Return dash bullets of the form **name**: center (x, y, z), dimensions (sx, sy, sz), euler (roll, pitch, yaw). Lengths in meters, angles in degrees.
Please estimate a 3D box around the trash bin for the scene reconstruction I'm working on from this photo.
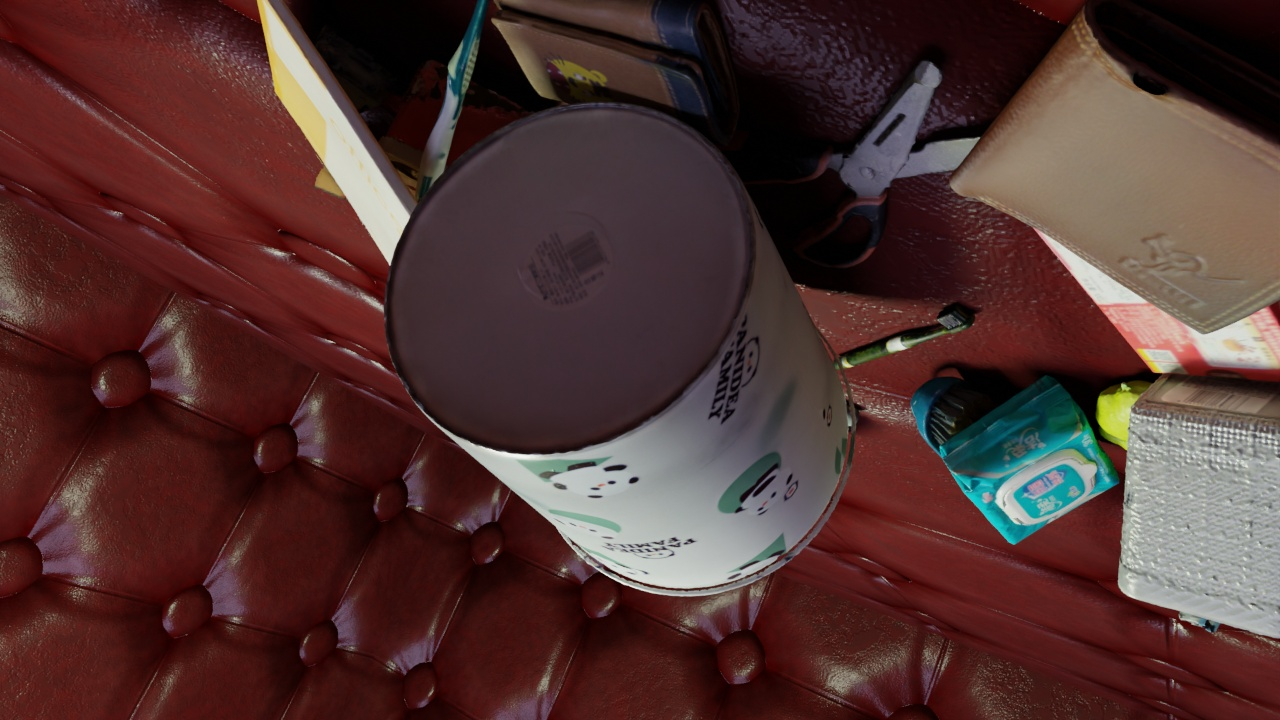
- **trash bin**: center (-0.003, 0.003, 0.529), dimensions (0.230, 0.229, 0.252), euler (18, 165, 24)

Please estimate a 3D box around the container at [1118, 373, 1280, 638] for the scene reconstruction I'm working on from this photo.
- **container**: center (0.312, 0.065, 0.484), dimensions (0.090, 0.090, 0.114), euler (9, 117, 45)

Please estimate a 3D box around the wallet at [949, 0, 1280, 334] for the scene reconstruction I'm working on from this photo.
- **wallet**: center (0.190, -0.065, 0.339), dimensions (0.124, 0.032, 0.101), euler (34, 159, 8)

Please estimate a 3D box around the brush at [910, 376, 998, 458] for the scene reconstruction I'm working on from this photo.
- **brush**: center (0.249, 0.054, 0.709), dimensions (0.144, 0.055, 0.073), euler (37, -179, -41)

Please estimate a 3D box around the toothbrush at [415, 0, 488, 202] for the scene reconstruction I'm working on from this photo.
- **toothbrush**: center (-0.093, -0.142, 0.455), dimensions (0.018, 0.016, 0.192), euler (35, 136, 3)

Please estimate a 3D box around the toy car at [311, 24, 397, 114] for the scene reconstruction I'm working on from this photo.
- **toy car**: center (-0.205, -0.185, 0.612), dimensions (0.054, 0.036, 0.121), euler (33, 167, -32)

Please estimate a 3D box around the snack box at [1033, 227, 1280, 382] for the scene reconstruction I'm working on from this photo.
- **snack box**: center (0.251, -0.036, 0.426), dimensions (0.153, 0.025, 0.075), euler (34, 163, -34)

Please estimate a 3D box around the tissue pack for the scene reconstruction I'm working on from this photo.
- **tissue pack**: center (0.276, 0.075, 0.646), dimensions (0.133, 0.093, 0.050), euler (37, -157, -44)

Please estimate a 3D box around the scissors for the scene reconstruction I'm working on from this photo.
- **scissors**: center (0.104, -0.094, 0.477), dimensions (0.226, 0.015, 0.189), euler (15, 163, 35)

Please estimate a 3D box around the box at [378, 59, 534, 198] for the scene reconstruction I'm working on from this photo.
- **box**: center (-0.116, -0.133, 0.599), dimensions (0.091, 0.078, 0.168), euler (26, 172, -11)

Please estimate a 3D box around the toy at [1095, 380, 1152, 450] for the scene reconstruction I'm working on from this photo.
- **toy**: center (0.324, 0.042, 0.579), dimensions (0.100, 0.031, 0.097), euler (30, 167, -23)

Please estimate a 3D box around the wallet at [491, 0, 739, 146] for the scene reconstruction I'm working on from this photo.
- **wallet**: center (-0.012, -0.147, 0.446), dimensions (0.115, 0.033, 0.090), euler (22, 167, 22)

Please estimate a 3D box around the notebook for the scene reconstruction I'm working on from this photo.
- **notebook**: center (-0.182, -0.130, 0.558), dimensions (0.146, 0.010, 0.206), euler (58, 164, -11)

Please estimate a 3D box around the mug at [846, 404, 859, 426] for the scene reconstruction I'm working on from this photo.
- **mug**: center (0.146, 0.068, 0.895), dimensions (0.103, 0.083, 0.124), euler (22, 141, 4)

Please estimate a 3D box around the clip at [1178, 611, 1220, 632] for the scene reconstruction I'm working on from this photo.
- **clip**: center (0.608, 0.279, 0.996), dimensions (0.036, 0.025, 0.058), euler (29, 172, 6)

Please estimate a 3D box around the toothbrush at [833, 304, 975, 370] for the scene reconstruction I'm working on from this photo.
- **toothbrush**: center (0.180, -0.013, 0.656), dimensions (0.017, 0.012, 0.186), euler (32, 165, -7)

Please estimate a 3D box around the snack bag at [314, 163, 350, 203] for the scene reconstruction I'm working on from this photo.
- **snack bag**: center (-0.152, -0.105, 0.740), dimensions (0.208, 0.073, 0.128), euler (30, -166, -17)
